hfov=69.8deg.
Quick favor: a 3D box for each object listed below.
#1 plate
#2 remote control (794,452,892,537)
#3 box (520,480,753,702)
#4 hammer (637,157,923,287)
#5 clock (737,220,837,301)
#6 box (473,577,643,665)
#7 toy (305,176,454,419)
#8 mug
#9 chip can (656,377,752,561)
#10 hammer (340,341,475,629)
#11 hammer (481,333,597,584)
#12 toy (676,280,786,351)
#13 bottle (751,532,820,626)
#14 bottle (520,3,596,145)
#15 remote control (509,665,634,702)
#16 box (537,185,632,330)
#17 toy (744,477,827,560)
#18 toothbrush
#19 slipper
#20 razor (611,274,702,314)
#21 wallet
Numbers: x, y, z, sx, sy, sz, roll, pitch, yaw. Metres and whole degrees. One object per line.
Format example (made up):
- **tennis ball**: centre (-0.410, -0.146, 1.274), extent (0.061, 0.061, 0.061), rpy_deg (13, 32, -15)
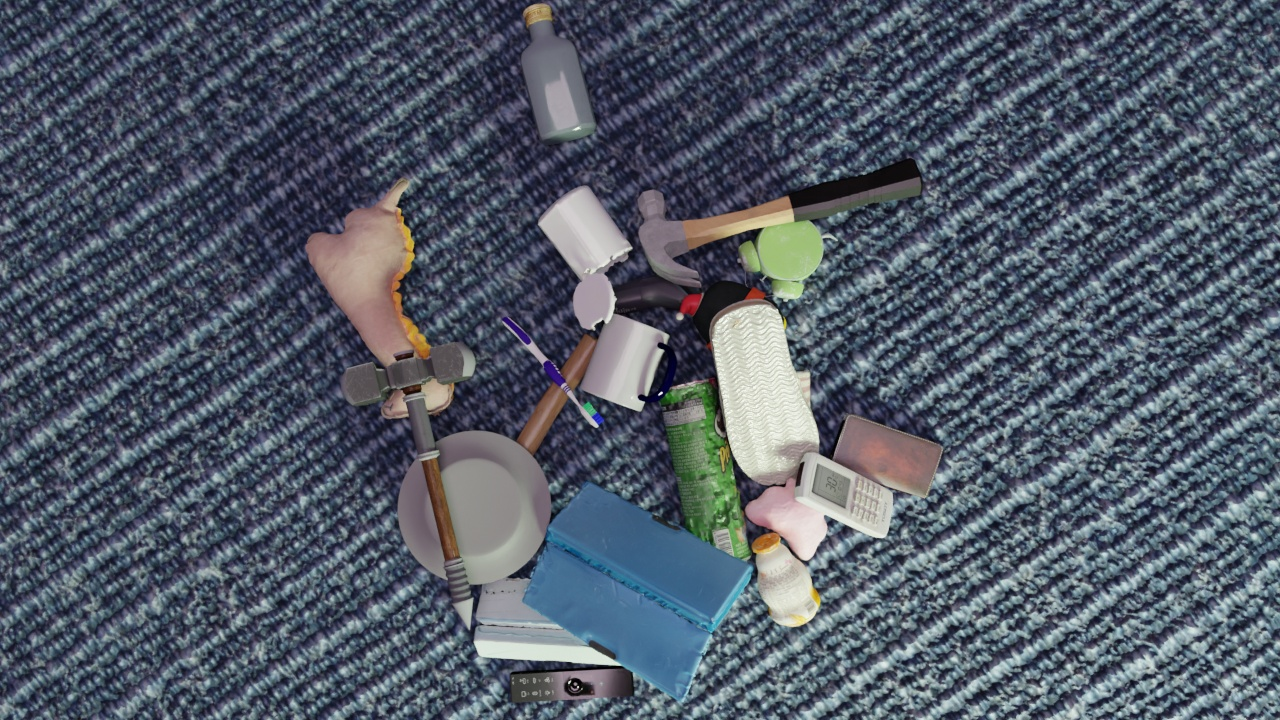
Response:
- **plate**: centre (-0.194, 0.171, 1.072), extent (0.178, 0.012, 0.178), rpy_deg (0, 83, -3)
- **remote control**: centre (0.241, 0.160, 1.083), extent (0.138, 0.026, 0.060), rpy_deg (27, 64, -21)
- **box**: centre (-0.011, 0.249, 1.034), extent (0.232, 0.066, 0.172), rpy_deg (23, 71, 25)
- **hammer**: centre (0.161, -0.174, 1.072), extent (0.328, 0.039, 0.131), rpy_deg (-14, 61, 6)
- **clock**: centre (0.173, -0.129, 1.110), extent (0.094, 0.042, 0.119), rpy_deg (39, 90, 2)
- **box**: centre (-0.096, 0.305, 1.102), extent (0.199, 0.086, 0.096), rpy_deg (3, 58, -1)
- **toy**: centre (-0.288, -0.066, 1.103), extent (0.196, 0.065, 0.264), rpy_deg (-37, 90, 5)
- **mug**: centre (-0.006, 0.006, 1.080), extent (0.112, 0.078, 0.097), rpy_deg (20, 88, 38)
- **chip can**: centre (0.077, 0.136, 1.090), extent (0.075, 0.075, 0.223), rpy_deg (-12, 89, 0)
- **hammer**: centre (-0.234, 0.146, 1.048), extent (0.156, 0.043, 0.322), rpy_deg (-14, 85, -4)
- **hammer**: centre (-0.143, 0.111, 1.109), extent (0.098, 0.052, 0.328), rpy_deg (31, 86, 1)
- **toy**: centre (0.108, -0.049, 1.080), extent (0.119, 0.099, 0.097), rpy_deg (38, 90, 0)
- **bottle**: centre (0.167, 0.257, 1.082), extent (0.063, 0.063, 0.108), rpy_deg (-25, 104, 0)
- **bottle**: centre (-0.107, -0.350, 1.116), extent (0.072, 0.046, 0.161), rpy_deg (-15, 89, 0)
- **remote control**: centre (-0.083, 0.393, 1.115), extent (0.150, 0.013, 0.034), rpy_deg (-3, 89, 0)
- **box**: centre (-0.063, -0.120, 1.083), extent (0.085, 0.118, 0.160), rpy_deg (-37, 91, 37)
- **toy**: centre (0.185, 0.179, 1.098), extent (0.102, 0.050, 0.093), rpy_deg (35, 87, -8)
- **toothbrush**: centre (-0.107, 0.011, 1.098), extent (0.016, 0.015, 0.186), rpy_deg (-39, 70, -9)
- **slipper**: centre (0.143, 0.035, 1.051), extent (0.115, 0.052, 0.263), rpy_deg (-19, 125, 3)
- **razor**: centre (0.004, -0.077, 1.112), extent (0.143, 0.047, 0.052), rpy_deg (-12, 64, 3)
- **wallet**: centre (0.297, 0.116, 1.114), extent (0.123, 0.019, 0.072), rpy_deg (19, 89, 1)
